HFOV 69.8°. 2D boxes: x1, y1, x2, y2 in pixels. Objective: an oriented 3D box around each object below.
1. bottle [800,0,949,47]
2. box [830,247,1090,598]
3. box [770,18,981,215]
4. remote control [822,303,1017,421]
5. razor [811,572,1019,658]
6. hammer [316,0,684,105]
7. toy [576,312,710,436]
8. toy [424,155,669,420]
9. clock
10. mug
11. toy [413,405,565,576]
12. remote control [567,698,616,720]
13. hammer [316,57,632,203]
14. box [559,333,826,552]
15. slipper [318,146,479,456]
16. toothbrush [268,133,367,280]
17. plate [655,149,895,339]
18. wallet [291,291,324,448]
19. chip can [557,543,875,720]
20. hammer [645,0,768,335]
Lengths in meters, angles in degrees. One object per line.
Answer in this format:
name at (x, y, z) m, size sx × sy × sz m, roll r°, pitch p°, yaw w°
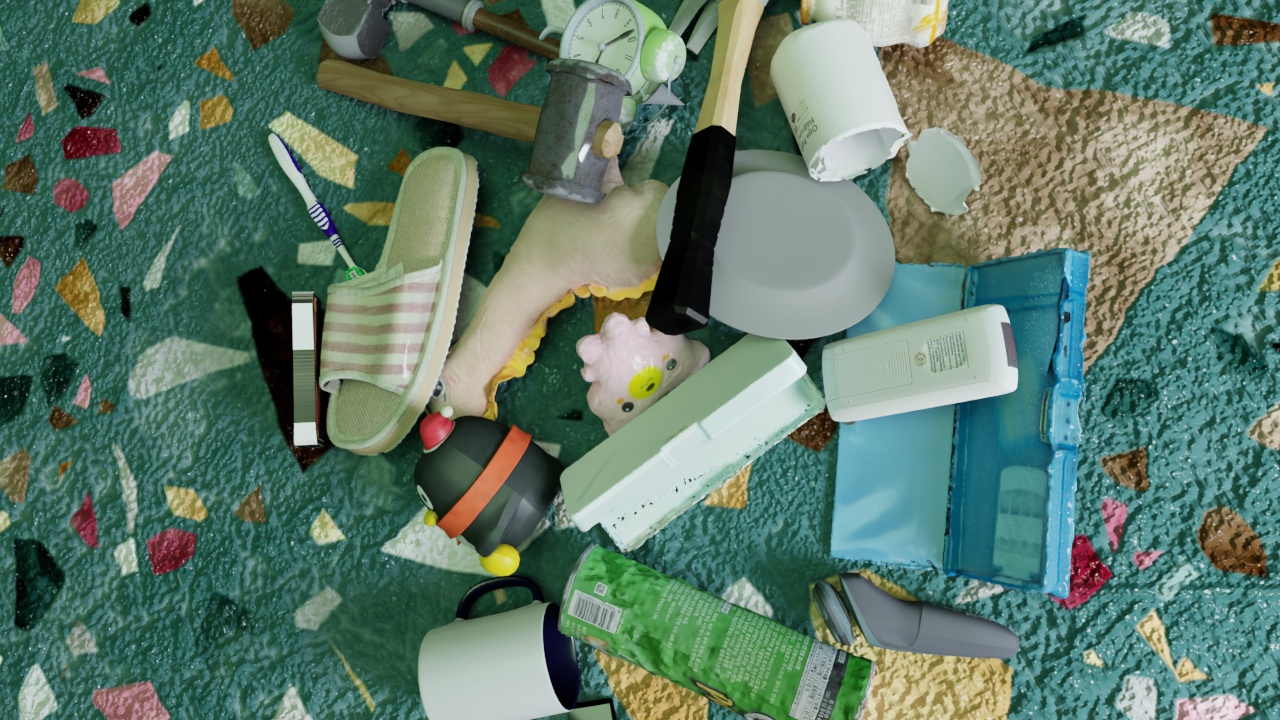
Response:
bottle at (0.178, -0.273, 0.700) m, size 0.108 × 0.063 × 0.063 m, roll 6°, pitch 84°, yaw 11°
box at (0.230, 0.039, 0.658) m, size 0.173 × 0.066 × 0.231 m, roll 2°, pitch 83°, yaw 40°
box at (0.172, -0.174, 0.678) m, size 0.118 × 0.085 × 0.159 m, roll -9°, pitch 71°, yaw -17°
remote control at (0.191, 0.004, 0.642) m, size 0.139 × 0.025 × 0.060 m, roll -15°, pitch 71°, yaw 38°
razor at (0.193, 0.184, 0.649) m, size 0.143 × 0.047 × 0.052 m, roll 8°, pitch 86°, yaw 9°
hammer at (-0.109, -0.278, 0.775) m, size 0.322 × 0.043 × 0.156 m, roll 26°, pitch 88°, yaw 11°
toy at (-0.004, 0.004, 0.698) m, size 0.102 × 0.093 × 0.050 m, roll -41°, pitch 34°, yaw 0°
toy at (-0.064, -0.039, 0.720) m, size 0.196 × 0.065 × 0.264 m, roll 31°, pitch 91°, yaw 19°
clock at (-0.016, -0.231, 0.703) m, size 0.095 × 0.042 × 0.119 m, roll -40°, pitch 68°, yaw 28°
mug at (-0.106, 0.216, 0.694) m, size 0.097 × 0.079 × 0.111 m, roll -15°, pitch 52°, yaw 9°
toy at (-0.122, 0.089, 0.691) m, size 0.119 × 0.097 × 0.099 m, roll 39°, pitch 81°, yaw -9°
remote control at (-0.026, 0.333, 0.687) m, size 0.034 × 0.013 × 0.150 m, roll -12°, pitch 79°, yaw 10°
hammer at (-0.149, -0.202, 0.730) m, size 0.329 × 0.052 × 0.098 m, roll 20°, pitch 100°, yaw 31°
box at (0.044, 0.067, 0.682) m, size 0.199 × 0.085 × 0.096 m, roll -35°, pitch 118°, yaw 6°
slipper at (-0.199, -0.056, 0.735) m, size 0.115 × 0.052 × 0.262 m, roll 5°, pitch 75°, yaw 35°
toothbrush at (-0.280, -0.128, 0.800) m, size 0.015 × 0.016 × 0.186 m, roll -35°, pitch 78°, yaw 5°
plate at (0.100, -0.093, 0.674) m, size 0.178 × 0.012 × 0.178 m, roll 3°, pitch 58°, yaw -4°
wallet at (-0.273, 0.009, 0.754) m, size 0.019 × 0.072 × 0.123 m, roll -2°, pitch 83°, yaw -13°
chip can at (0.049, 0.205, 0.659) m, size 0.223 × 0.075 × 0.075 m, roll 20°, pitch 87°, yaw 14°
hammer at (0.055, -0.172, 0.659) m, size 0.131 × 0.039 × 0.327 m, roll -14°, pitch 56°, yaw 48°
